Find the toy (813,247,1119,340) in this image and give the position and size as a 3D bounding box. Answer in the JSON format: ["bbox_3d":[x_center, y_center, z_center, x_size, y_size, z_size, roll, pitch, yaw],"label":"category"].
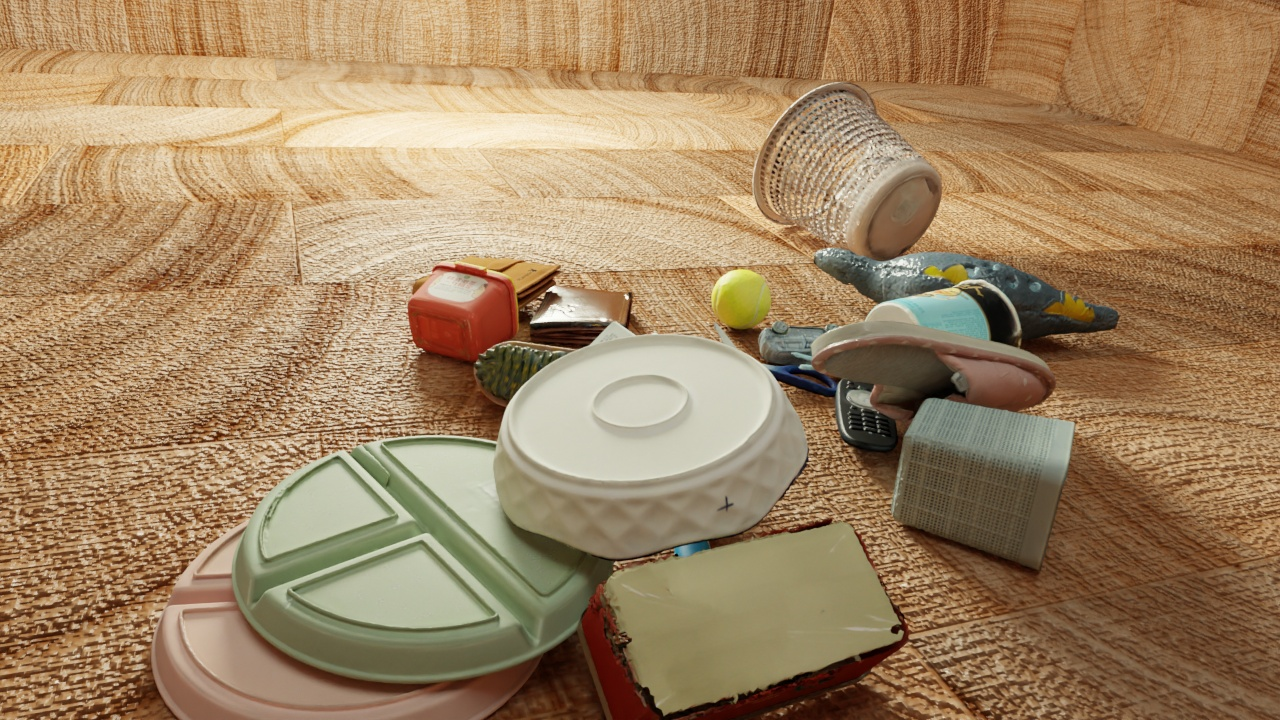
[{"bbox_3d":[0.372,-0.076,1.056,0.356,0.091,0.137,14,14,12],"label":"toy"}]

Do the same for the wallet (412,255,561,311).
[{"bbox_3d":[-0.167,-0.086,1.011,0.132,0.031,0.107,11,30,28],"label":"wallet"}]

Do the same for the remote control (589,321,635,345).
[{"bbox_3d":[-0.005,0.005,0.856,0.049,0.024,0.125,-46,41,-8],"label":"remote control"}]

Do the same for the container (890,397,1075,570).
[{"bbox_3d":[0.255,0.086,0.689,0.111,0.090,0.089,14,26,23],"label":"container"}]

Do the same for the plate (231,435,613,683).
[{"bbox_3d":[-0.130,0.107,0.568,0.230,0.027,0.229,5,26,-3],"label":"plate"}]

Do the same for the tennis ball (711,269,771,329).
[{"bbox_3d":[0.111,-0.067,1.009,0.065,0.066,0.065,5,25,-2],"label":"tennis ball"}]

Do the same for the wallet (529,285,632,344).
[{"bbox_3d":[-0.061,-0.051,0.980,0.101,0.032,0.124,3,23,3],"label":"wallet"}]

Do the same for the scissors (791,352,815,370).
[{"bbox_3d":[0.215,0.014,0.904,0.137,0.017,0.093,2,30,-26],"label":"scissors"}]

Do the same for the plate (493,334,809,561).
[{"bbox_3d":[0.002,0.043,0.595,0.205,0.046,0.204,-7,30,4],"label":"plate"}]

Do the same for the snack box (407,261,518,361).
[{"bbox_3d":[-0.175,-0.047,0.896,0.091,0.082,0.079,14,36,19],"label":"snack box"}]

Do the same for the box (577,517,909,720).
[{"bbox_3d":[0.058,0.143,0.505,0.168,0.077,0.091,-7,55,-26],"label":"box"}]

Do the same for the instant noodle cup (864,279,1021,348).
[{"bbox_3d":[0.280,-0.020,0.877,0.120,0.111,0.111,-4,26,-32],"label":"instant noodle cup"}]

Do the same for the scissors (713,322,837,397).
[{"bbox_3d":[0.111,0.012,0.878,0.162,0.012,0.175,6,32,-14],"label":"scissors"}]

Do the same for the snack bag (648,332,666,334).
[{"bbox_3d":[0.016,-0.001,0.895,0.048,0.026,0.104,-20,31,-8],"label":"snack bag"}]

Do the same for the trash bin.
[{"bbox_3d":[0.303,-0.247,1.290,0.227,0.228,0.192,-11,42,-31],"label":"trash bin"}]

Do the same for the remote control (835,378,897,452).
[{"bbox_3d":[0.201,0.052,0.823,0.053,0.024,0.136,10,24,6],"label":"remote control"}]

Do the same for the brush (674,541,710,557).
[{"bbox_3d":[0.035,0.083,0.662,0.060,0.109,0.314,10,16,-11],"label":"brush"}]

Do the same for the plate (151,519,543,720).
[{"bbox_3d":[-0.167,0.142,0.552,0.229,0.028,0.229,5,25,-3],"label":"plate"}]

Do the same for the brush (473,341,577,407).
[{"bbox_3d":[-0.076,0.019,0.802,0.146,0.063,0.073,9,-4,12],"label":"brush"}]

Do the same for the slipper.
[{"bbox_3d":[0.253,0.022,0.770,0.274,0.054,0.114,14,-25,-36],"label":"slipper"}]

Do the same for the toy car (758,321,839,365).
[{"bbox_3d":[0.167,-0.015,0.941,0.090,0.043,0.034,2,52,-1],"label":"toy car"}]
